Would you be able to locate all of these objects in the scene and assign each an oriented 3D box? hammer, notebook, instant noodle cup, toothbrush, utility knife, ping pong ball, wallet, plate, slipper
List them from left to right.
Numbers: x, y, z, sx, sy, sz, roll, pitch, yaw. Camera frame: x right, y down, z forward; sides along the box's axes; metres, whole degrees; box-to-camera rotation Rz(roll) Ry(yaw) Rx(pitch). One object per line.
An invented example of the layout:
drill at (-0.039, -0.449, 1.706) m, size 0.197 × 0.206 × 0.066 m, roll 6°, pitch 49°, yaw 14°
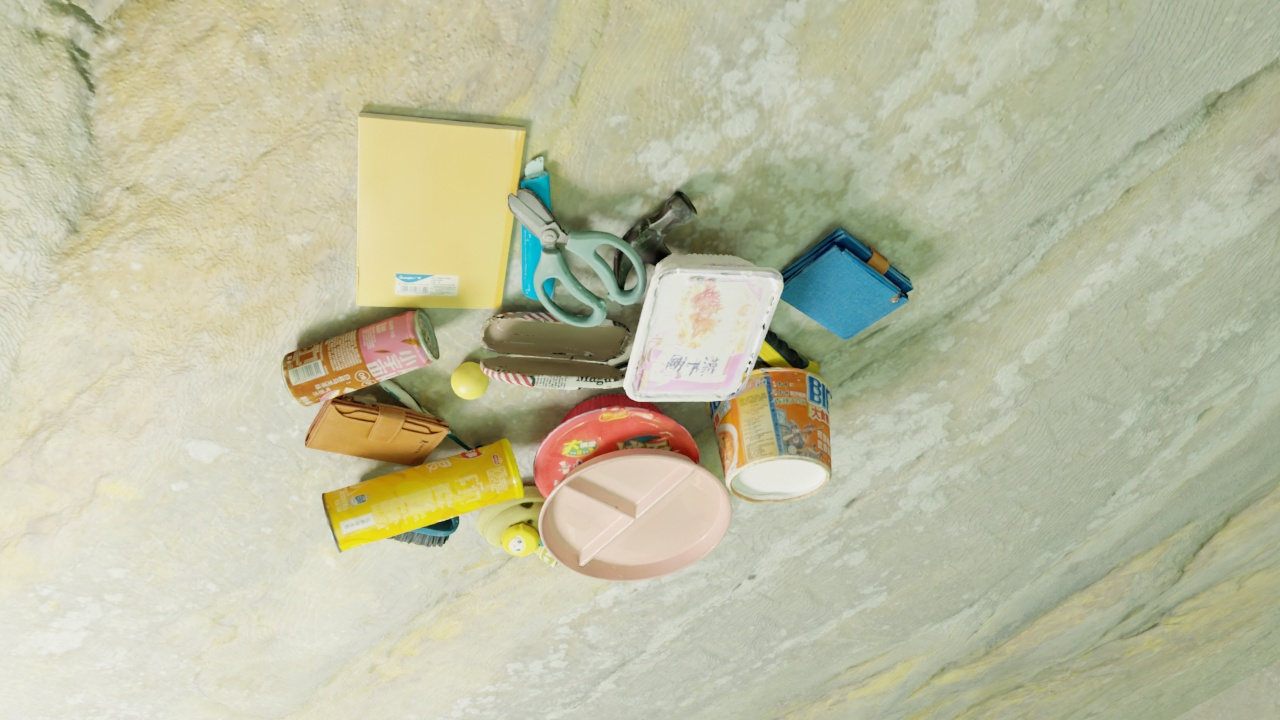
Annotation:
wallet at (-0.287, 0.078, 1.003) m, size 0.131 × 0.031 × 0.108 m, roll 15°, pitch 143°, yaw -28°
notebook at (-0.192, -0.131, 0.860) m, size 0.145 × 0.010 × 0.207 m, roll 0°, pitch 132°, yaw -17°
toothbrush at (-0.228, 0.068, 1.035) m, size 0.018 × 0.016 × 0.191 m, roll -37°, pitch 132°, yaw 5°
ping pong ball at (-0.183, 0.022, 0.985) m, size 0.040 × 0.040 × 0.040 m, roll -8°, pitch 134°, yaw -9°
utility knife at (-0.100, -0.124, 0.888) m, size 0.034 × 0.018 × 0.160 m, roll -6°, pitch 132°, yaw -11°
slipper at (-0.109, 0.213, 1.161) m, size 0.190 × 0.081 × 0.092 m, roll 6°, pitch 128°, yaw -25°
instant noodle cup at (-0.030, 0.108, 1.084) m, size 0.194 × 0.065 × 0.194 m, roll -4°, pitch 130°, yaw -5°
plate at (-0.006, 0.184, 1.090) m, size 0.229 × 0.028 × 0.230 m, roll -3°, pitch 130°, yaw -4°
instant noodle cup at (0.057, -0.039, 0.939) m, size 0.138 × 0.060 × 0.174 m, roll 0°, pitch 133°, yaw -18°
hammer at (0.093, -0.050, 1.004) m, size 0.126 × 0.031 × 0.323 m, roll -38°, pitch 131°, yaw 19°
instant noodle cup at (0.156, 0.094, 1.076) m, size 0.151 × 0.111 × 0.152 m, roll -1°, pitch 147°, yaw -1°
wallet at (0.222, -0.081, 1.007) m, size 0.133 × 0.040 × 0.107 m, roll 27°, pitch 129°, yaw -34°

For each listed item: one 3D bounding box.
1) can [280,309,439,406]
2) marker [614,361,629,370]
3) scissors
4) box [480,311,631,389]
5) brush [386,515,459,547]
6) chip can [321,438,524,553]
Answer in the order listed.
can at (-0.281, -0.002, 0.923) m, size 0.147 × 0.057 × 0.058 m, roll -19°, pitch 134°, yaw 2°
marker at (-0.006, 0.006, 1.041) m, size 0.124 × 0.015 × 0.018 m, roll -19°, pitch 134°, yaw 7°
scissors at (-0.085, -0.092, 0.896) m, size 0.185 × 0.019 × 0.130 m, roll 30°, pitch 121°, yaw -24°
box at (-0.087, 0.002, 0.964) m, size 0.162 × 0.087 × 0.076 m, roll 3°, pitch 146°, yaw -22°
brush at (-0.281, 0.177, 1.093) m, size 0.143 × 0.055 × 0.074 m, roll 18°, pitch 122°, yaw -29°
chip can at (-0.242, 0.151, 1.031) m, size 0.213 × 0.072 × 0.072 m, roll -16°, pitch 135°, yaw -15°
